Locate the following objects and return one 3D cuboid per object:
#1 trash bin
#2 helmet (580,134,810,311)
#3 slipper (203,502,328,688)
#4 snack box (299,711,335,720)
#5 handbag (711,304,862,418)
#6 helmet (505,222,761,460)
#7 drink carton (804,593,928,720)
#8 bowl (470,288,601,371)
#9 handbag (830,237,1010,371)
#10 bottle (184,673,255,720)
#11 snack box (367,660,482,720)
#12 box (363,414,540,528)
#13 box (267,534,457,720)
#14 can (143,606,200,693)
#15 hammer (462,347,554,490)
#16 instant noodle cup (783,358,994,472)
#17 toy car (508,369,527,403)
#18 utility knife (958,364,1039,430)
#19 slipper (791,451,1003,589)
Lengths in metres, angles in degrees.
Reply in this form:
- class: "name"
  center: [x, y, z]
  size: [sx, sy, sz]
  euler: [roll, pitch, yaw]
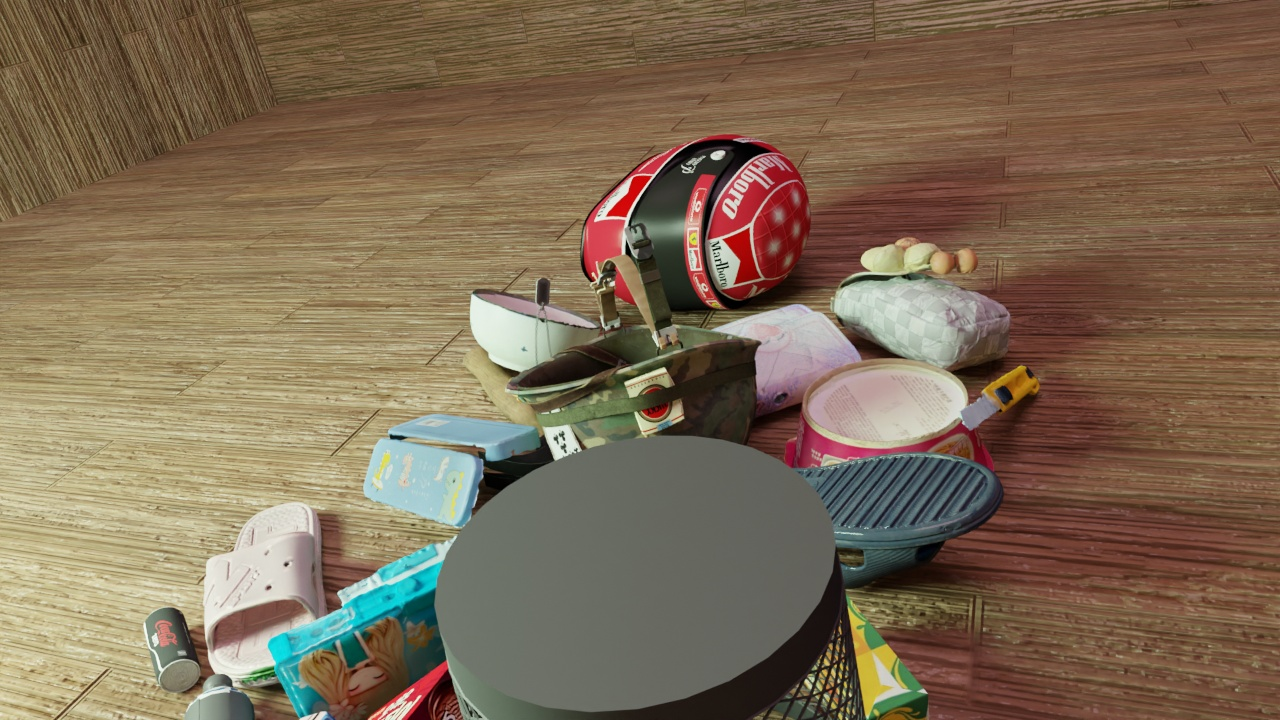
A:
- class: "trash bin"
  center: [0.015, 0.186, 0.481]
  size: [0.218, 0.228, 0.217]
  euler: [-9, 28, 4]
- class: "helmet"
  center: [0.091, -0.167, 1.144]
  size: [0.225, 0.198, 0.270]
  euler: [15, 46, 40]
- class: "slipper"
  center: [-0.323, 0.182, 0.789]
  size: [0.094, 0.064, 0.239]
  euler: [-17, 27, -10]
- class: "snack box"
  center: [-0.215, 0.254, 0.541]
  size: [0.087, 0.033, 0.154]
  euler: [-47, 3, -32]
- class: "handbag"
  center: [0.134, 0.002, 0.953]
  size: [0.158, 0.069, 0.126]
  euler: [-17, 30, -17]
- class: "helmet"
  center: [-0.005, 0.006, 0.803]
  size: [0.224, 0.236, 0.193]
  euler: [2, 6, -16]
- class: "drink carton"
  center: [0.134, 0.200, 0.593]
  size: [0.041, 0.058, 0.122]
  euler: [-17, 29, -11]
- class: "bowl"
  center: [-0.127, -0.029, 1.064]
  size: [0.153, 0.073, 0.153]
  euler: [15, 10, -3]
- class: "handbag"
  center: [0.299, -0.063, 0.952]
  size: [0.112, 0.123, 0.171]
  euler: [-8, 25, -28]
- class: "bottle"
  center: [-0.296, 0.264, 0.645]
  size: [0.047, 0.047, 0.112]
  euler: [-20, 29, -16]
- class: "snack box"
  center: [-0.160, 0.250, 0.533]
  size: [0.152, 0.036, 0.132]
  euler: [-43, 3, 41]
- class: "box"
  center: [-0.189, 0.090, 0.859]
  size: [0.210, 0.047, 0.121]
  euler: [1, 41, 50]
- class: "box"
  center: [-0.165, 0.175, 0.706]
  size: [0.226, 0.097, 0.117]
  euler: [-23, 35, -21]
- class: "can"
  center: [-0.381, 0.234, 0.746]
  size: [0.031, 0.031, 0.080]
  euler: [-26, 31, -25]
- class: "hammer"
  center: [-0.139, 0.051, 0.997]
  size: [0.132, 0.040, 0.305]
  euler: [-18, 28, -20]
- class: "instant noodle cup"
  center: [0.213, 0.062, 0.799]
  size: [0.179, 0.078, 0.178]
  euler: [-9, 28, 4]
- class: "toy car"
  center: [-0.076, 0.030, 0.932]
  size: [0.112, 0.047, 0.047]
  euler: [-10, 23, -9]
- class: "utility knife"
  center: [0.314, 0.033, 0.799]
  size: [0.030, 0.019, 0.227]
  euler: [50, 35, 17]
- class: "slipper"
  center: [0.152, 0.132, 0.704]
  size: [0.264, 0.082, 0.101]
  euler: [-10, 21, 47]
